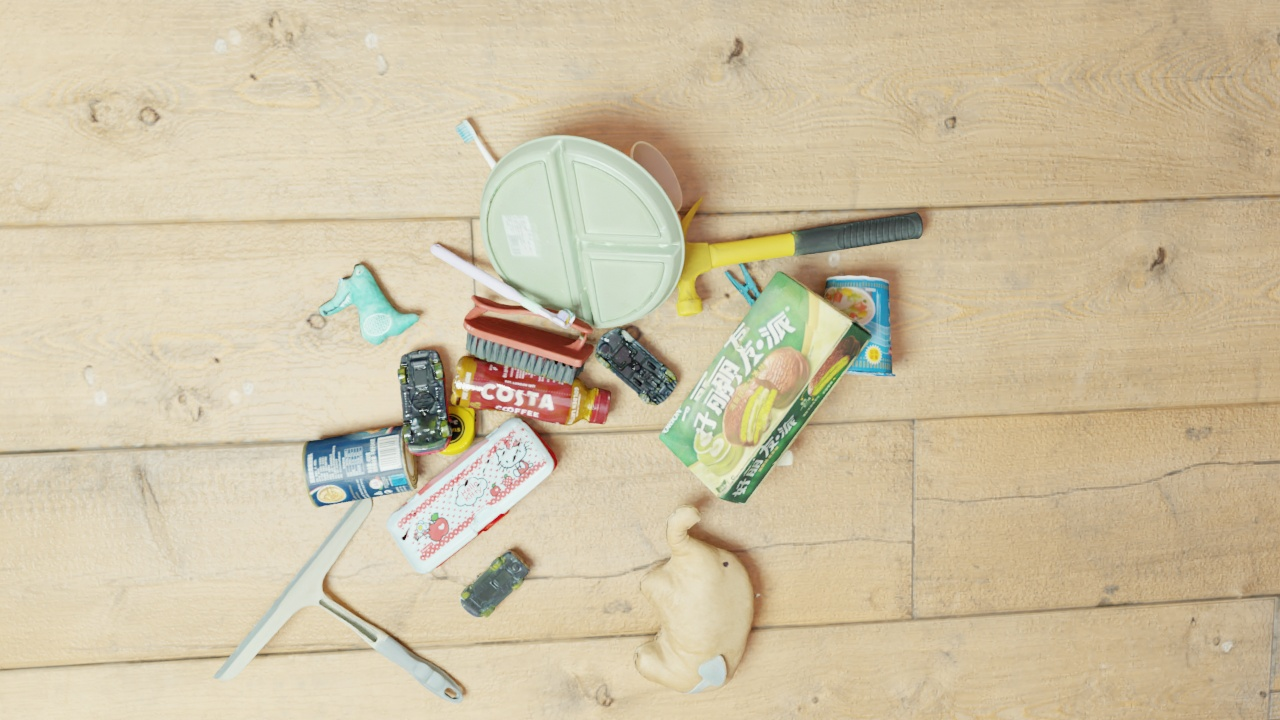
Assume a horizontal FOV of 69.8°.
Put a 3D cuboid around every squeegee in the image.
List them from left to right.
[{"bbox_3d":[-0.305,0.323,1.063,0.246,0.039,0.246,40,75,-14],"label":"squeegee"}]

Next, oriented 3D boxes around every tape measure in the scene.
[{"bbox_3d":[-0.216,0.079,1.041,0.060,0.029,0.057,-2,70,-3],"label":"tape measure"}]

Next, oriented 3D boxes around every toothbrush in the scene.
[{"bbox_3d":[-0.155,-0.084,0.999,0.189,0.029,0.021,28,119,17],"label":"toothbrush"},{"bbox_3d":[-0.132,-0.172,1.022,0.027,0.026,0.224,-35,99,-9],"label":"toothbrush"}]

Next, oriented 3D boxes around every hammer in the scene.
[{"bbox_3d":[0.174,-0.134,1.045,0.300,0.033,0.128,-9,87,-7],"label":"hammer"}]

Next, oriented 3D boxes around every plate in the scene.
[{"bbox_3d":[-0.067,-0.125,0.966,0.230,0.027,0.231,10,130,13],"label":"plate"}]

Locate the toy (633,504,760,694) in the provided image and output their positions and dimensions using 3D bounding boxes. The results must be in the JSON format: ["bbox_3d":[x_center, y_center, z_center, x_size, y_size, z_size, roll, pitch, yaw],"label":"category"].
[{"bbox_3d":[0.068,0.276,1.070,0.143,0.082,0.226,3,94,-18],"label":"toy"}]

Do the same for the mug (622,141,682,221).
[{"bbox_3d":[-0.012,-0.165,0.993,0.106,0.081,0.114,-25,134,32],"label":"mug"}]

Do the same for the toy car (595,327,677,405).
[{"bbox_3d":[-0.006,0.006,1.053,0.105,0.031,0.049,42,90,-11],"label":"toy car"}]

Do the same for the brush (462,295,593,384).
[{"bbox_3d":[-0.126,-0.028,1.015,0.146,0.063,0.069,16,109,6],"label":"brush"}]

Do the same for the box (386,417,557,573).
[{"bbox_3d":[-0.192,0.152,1.037,0.201,0.068,0.090,-40,98,1],"label":"box"}]

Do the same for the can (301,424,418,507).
[{"bbox_3d":[-0.308,0.117,1.017,0.111,0.075,0.075,-10,98,-4],"label":"can"}]

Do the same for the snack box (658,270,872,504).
[{"bbox_3d":[0.134,0.031,1.011,0.063,0.114,0.240,22,107,-50],"label":"snack box"}]

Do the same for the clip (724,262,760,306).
[{"bbox_3d":[0.121,-0.086,1.063,0.041,0.014,0.056,-35,97,-1],"label":"clip"}]

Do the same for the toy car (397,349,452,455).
[{"bbox_3d":[-0.236,0.047,1.010,0.053,0.045,0.120,-8,66,-4],"label":"toy car"}]

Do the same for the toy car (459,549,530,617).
[{"bbox_3d":[-0.170,0.260,1.068,0.090,0.035,0.042,-45,97,7],"label":"toy car"}]

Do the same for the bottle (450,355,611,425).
[{"bbox_3d":[-0.122,0.038,1.033,0.175,0.057,0.057,11,96,-6],"label":"bottle"}]

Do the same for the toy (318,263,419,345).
[{"bbox_3d":[-0.306,-0.059,1.021,0.096,0.030,0.092,-28,94,6],"label":"toy"}]

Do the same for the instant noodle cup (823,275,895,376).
[{"bbox_3d":[0.243,-0.039,1.045,0.099,0.099,0.110,3,89,-6],"label":"instant noodle cup"}]

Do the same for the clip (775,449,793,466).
[{"bbox_3d":[0.127,0.112,1.078,0.098,0.064,0.034,-10,97,3],"label":"clip"}]
